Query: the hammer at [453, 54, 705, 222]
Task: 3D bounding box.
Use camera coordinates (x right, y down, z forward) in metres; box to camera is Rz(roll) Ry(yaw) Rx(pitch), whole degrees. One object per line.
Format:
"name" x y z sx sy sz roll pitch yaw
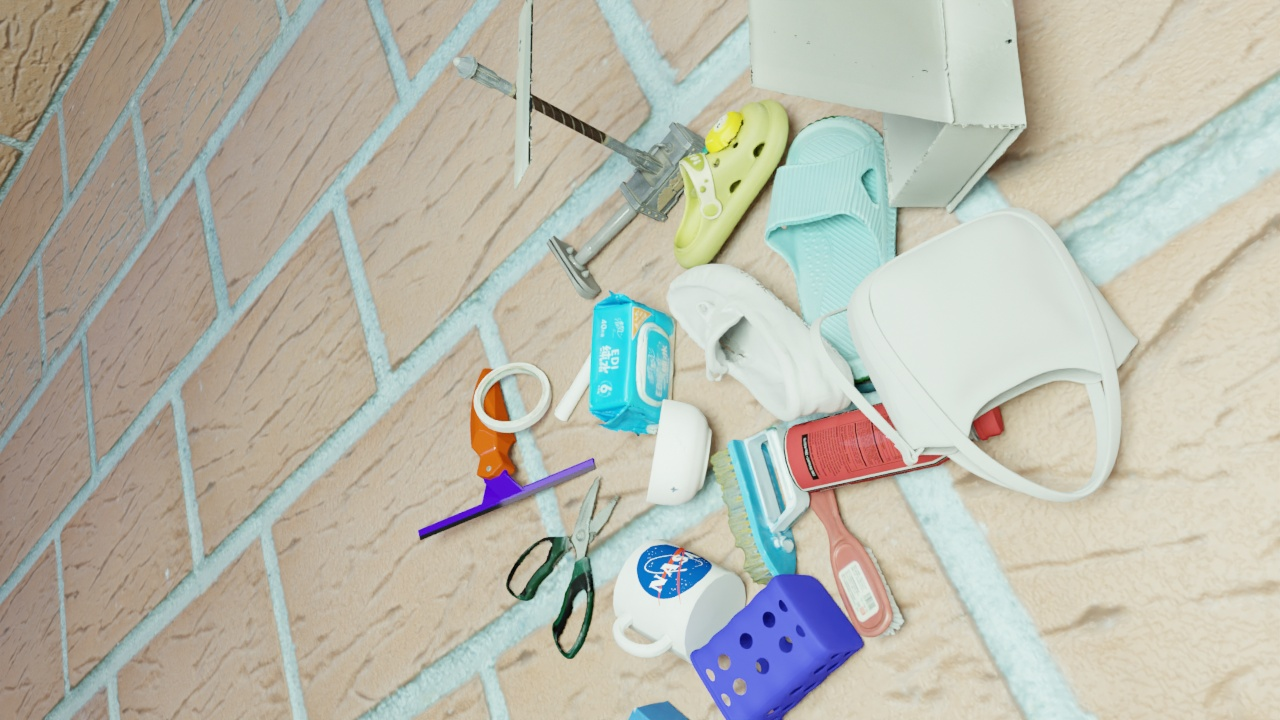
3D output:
"hammer" -0.054 -0.226 0.896 0.099 0.321 0.044 -47 55 22

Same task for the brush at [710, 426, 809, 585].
"brush" 0.120 0.136 0.848 0.076 0.055 0.135 -31 63 37

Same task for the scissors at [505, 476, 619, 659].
"scissors" -0.092 0.214 1.036 0.155 0.015 0.209 17 92 42

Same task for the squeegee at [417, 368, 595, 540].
"squeegee" -0.179 0.088 1.108 0.250 0.055 0.184 -24 53 19

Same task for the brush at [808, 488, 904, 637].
"brush" 0.183 0.164 0.807 0.041 0.030 0.172 -44 42 27

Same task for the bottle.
"bottle" 0.213 0.065 0.776 0.177 0.062 0.062 -18 69 30

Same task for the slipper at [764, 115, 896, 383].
"slipper" 0.177 -0.113 0.838 0.116 0.069 0.275 -16 65 32

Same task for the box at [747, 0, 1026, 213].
"box" 0.150 -0.259 0.614 0.149 0.505 0.166 -11 73 34

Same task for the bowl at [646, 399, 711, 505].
"bowl" 0.040 0.092 0.904 0.054 0.105 0.105 9 85 0

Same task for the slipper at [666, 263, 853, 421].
"slipper" 0.096 -0.017 0.865 0.247 0.074 0.112 44 131 49

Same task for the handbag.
"handbag" 0.266 0.012 0.707 0.216 0.095 0.222 -26 70 1

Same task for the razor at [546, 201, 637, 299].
"razor" -0.045 -0.141 1.060 0.116 0.047 0.088 -43 56 16

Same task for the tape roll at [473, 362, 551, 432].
"tape roll" -0.152 0.043 1.090 0.093 0.013 0.092 -6 53 8

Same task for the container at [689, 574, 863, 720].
"container" 0.120 0.254 0.803 0.114 0.085 0.084 -49 55 19

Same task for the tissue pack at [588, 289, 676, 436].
"tissue pack" -0.006 0.006 0.959 0.062 0.092 0.144 -2 79 32

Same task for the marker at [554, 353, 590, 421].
"marker" -0.061 0.011 1.051 0.020 0.017 0.134 43 108 39

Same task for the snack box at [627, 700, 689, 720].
"snack box" 0.050 0.466 0.835 0.239 0.056 0.195 30 100 39

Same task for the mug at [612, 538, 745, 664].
"mug" 0.027 0.235 0.864 0.090 0.121 0.091 17 129 41

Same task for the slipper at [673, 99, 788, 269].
"slipper" 0.073 -0.185 0.930 0.191 0.081 0.091 -60 21 20

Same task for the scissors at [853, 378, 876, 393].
"scissors" 0.177 0.020 0.849 0.139 0.019 0.129 46 110 38
